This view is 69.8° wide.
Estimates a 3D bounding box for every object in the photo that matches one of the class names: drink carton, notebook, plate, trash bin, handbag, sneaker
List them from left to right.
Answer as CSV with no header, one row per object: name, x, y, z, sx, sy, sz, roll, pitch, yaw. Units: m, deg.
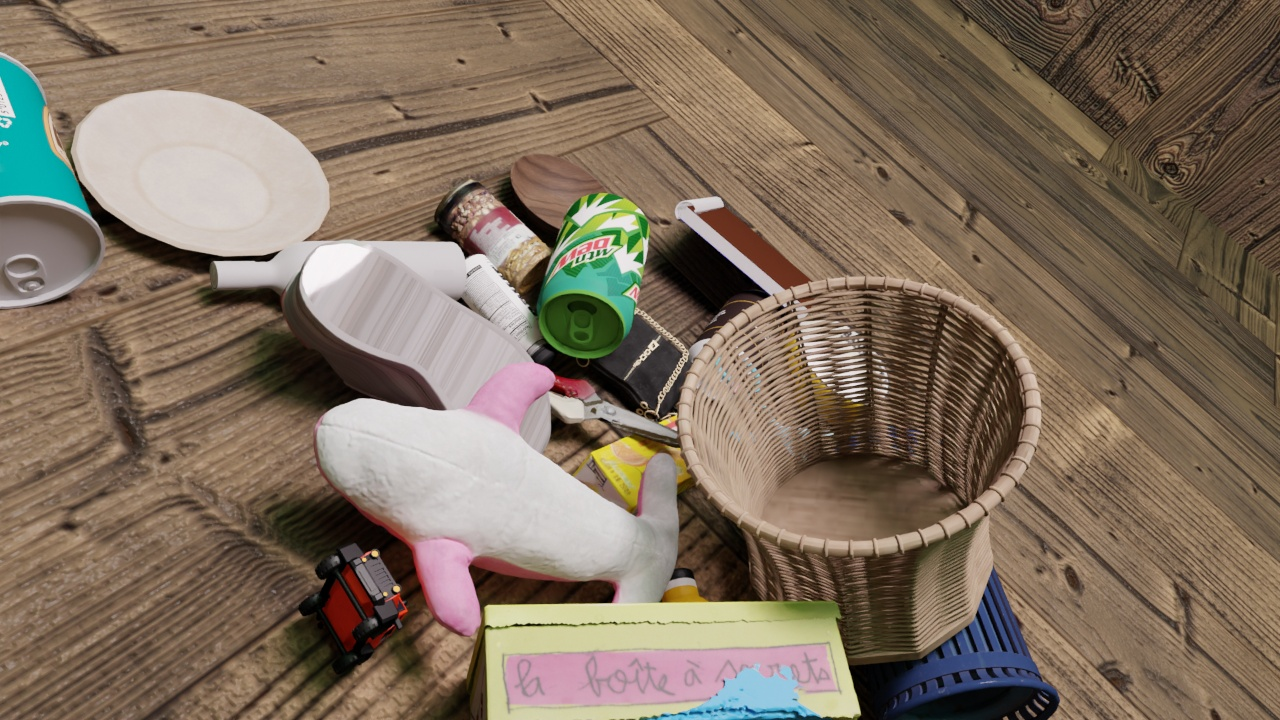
plate,-0.352,-0.147,0.744,0.188,0.027,0.188,20,43,-20
sneaker,-0.170,0.002,0.698,0.236,0.090,0.099,43,61,-30
handbag,-0.005,0.005,0.845,0.128,0.054,0.078,41,51,0
drink carton,0.012,0.088,0.776,0.134,0.043,0.058,-19,64,-46
notebook,0.124,-0.120,1.017,0.171,0.022,0.208,41,17,3
trash bin,0.232,0.183,0.775,0.139,0.140,0.249,16,43,-24

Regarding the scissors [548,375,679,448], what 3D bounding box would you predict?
scissors,-0.056,0.030,0.767,0.188,0.015,0.140,0,41,-21

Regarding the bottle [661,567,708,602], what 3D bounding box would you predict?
bottle,0.042,0.222,0.668,0.043,0.043,0.143,10,47,-29

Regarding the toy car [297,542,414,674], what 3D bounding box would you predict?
toy car,-0.166,0.144,0.545,0.048,0.100,0.051,-24,71,-40

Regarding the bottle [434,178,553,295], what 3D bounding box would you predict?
bottle,-0.135,-0.113,0.850,0.105,0.056,0.056,43,40,7

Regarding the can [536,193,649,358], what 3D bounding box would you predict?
can,-0.040,-0.076,0.813,0.083,0.083,0.143,26,42,-14

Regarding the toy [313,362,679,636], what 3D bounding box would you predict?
toy,-0.099,0.099,0.632,0.265,0.128,0.186,26,65,-20

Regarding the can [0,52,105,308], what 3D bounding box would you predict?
can,-0.430,-0.121,0.605,0.099,0.099,0.144,-12,60,-43

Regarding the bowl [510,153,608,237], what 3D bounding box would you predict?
bowl,-0.085,-0.162,0.952,0.119,0.032,0.119,20,43,-20

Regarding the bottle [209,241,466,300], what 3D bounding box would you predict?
bottle,-0.238,-0.069,0.734,0.194,0.053,0.052,-6,56,-40

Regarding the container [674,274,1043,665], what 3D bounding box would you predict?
container,0.154,0.087,0.656,0.227,0.196,0.226,-9,47,10

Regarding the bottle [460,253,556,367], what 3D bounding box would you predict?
bottle,-0.118,-0.040,0.804,0.116,0.041,0.041,48,41,12

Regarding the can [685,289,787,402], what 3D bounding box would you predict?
can,0.097,-0.016,0.915,0.072,0.072,0.128,39,39,1

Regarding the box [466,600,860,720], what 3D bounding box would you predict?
box,0.009,0.205,0.563,0.220,0.125,0.079,0,52,-14

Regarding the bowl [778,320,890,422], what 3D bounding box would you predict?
bowl,0.192,0.018,0.955,0.117,0.068,0.117,20,43,-20

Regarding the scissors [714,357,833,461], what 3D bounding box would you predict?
scissors,0.099,0.066,0.831,0.139,0.118,0.015,47,1,16
